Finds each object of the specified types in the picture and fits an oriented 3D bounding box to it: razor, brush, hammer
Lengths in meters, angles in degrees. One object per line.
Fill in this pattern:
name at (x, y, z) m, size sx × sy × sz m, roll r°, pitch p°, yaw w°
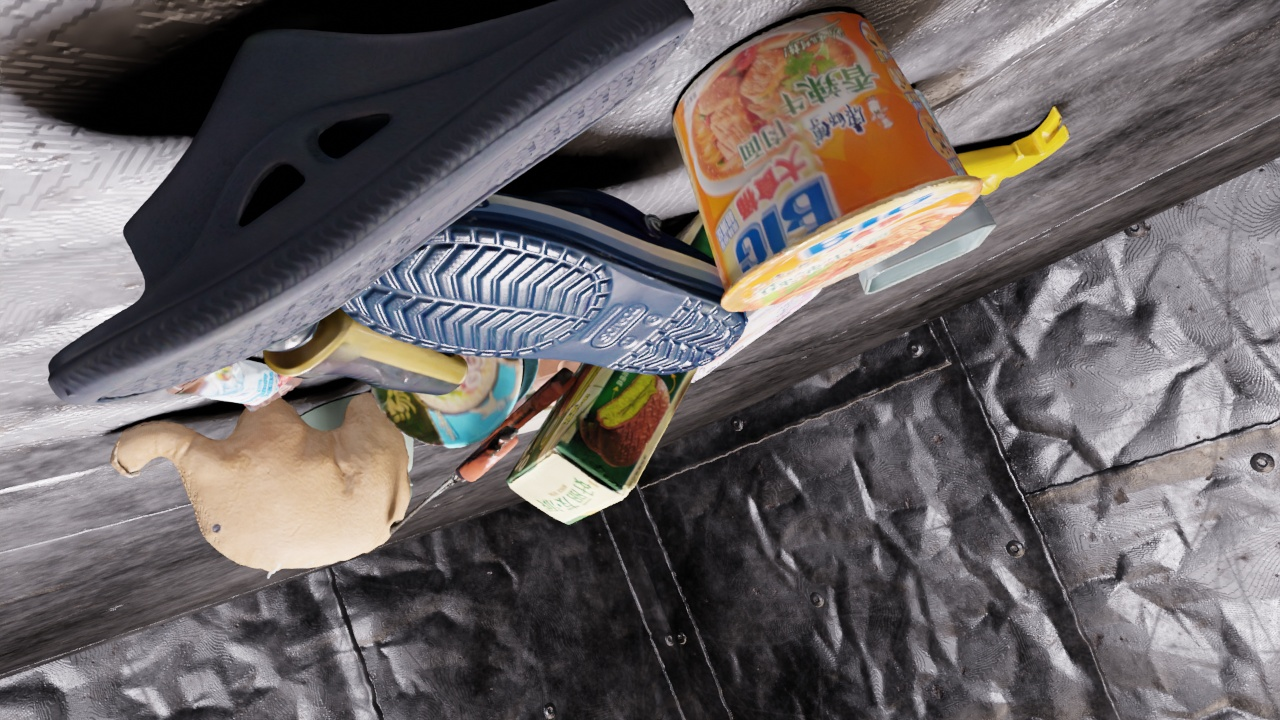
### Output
razor at (-0.161, -0.012, 0.543) m, size 0.067 × 0.062 × 0.167 m, roll -62°, pitch 149°, yaw 1°
brush at (-0.062, 0.015, 0.948) m, size 0.073 × 0.063 × 0.145 m, roll -24°, pitch 172°, yaw 31°
hammer at (0.271, -0.170, 0.826) m, size 0.300 × 0.033 × 0.129 m, roll -17°, pitch 169°, yaw -31°

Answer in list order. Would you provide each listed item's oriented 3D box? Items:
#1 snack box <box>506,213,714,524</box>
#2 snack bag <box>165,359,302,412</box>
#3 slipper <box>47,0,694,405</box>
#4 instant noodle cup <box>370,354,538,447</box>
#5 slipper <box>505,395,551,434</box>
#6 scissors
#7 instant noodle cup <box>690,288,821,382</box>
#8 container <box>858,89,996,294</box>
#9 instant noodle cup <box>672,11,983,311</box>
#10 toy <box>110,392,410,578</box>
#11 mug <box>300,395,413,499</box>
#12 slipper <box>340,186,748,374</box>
snack box at (-0.004, 0.004, 0.702) m, size 0.239 × 0.063 × 0.115 m, roll -60°, pitch -168°, yaw -30°
snack bag at (-0.272, 0.014, 0.620) m, size 0.048 × 0.026 × 0.104 m, roll -34°, pitch 172°, yaw -2°
slipper at (-0.101, -0.082, 0.344) m, size 0.267 × 0.083 × 0.111 m, roll -38°, pitch -173°, yaw -17°
instant noodle cup at (-0.125, 0.003, 0.680) m, size 0.111 × 0.111 × 0.120 m, roll -24°, pitch 179°, yaw 8°
slipper at (-0.075, 0.033, 1.118) m, size 0.274 × 0.054 × 0.114 m, roll -21°, pitch 171°, yaw 9°
scissors at (-0.126, 0.077, 0.689) m, size 0.196 × 0.015 × 0.214 m, roll -44°, pitch -174°, yaw -8°
instant noodle cup at (0.104, -0.054, 0.938) m, size 0.173 × 0.060 × 0.138 m, roll -37°, pitch 171°, yaw 0°
container at (0.181, -0.120, 0.654) m, size 0.090 × 0.111 × 0.090 m, roll -24°, pitch 172°, yaw 9°
instant noodle cup at (0.093, -0.108, 0.505) m, size 0.151 × 0.111 × 0.151 m, roll -22°, pitch 171°, yaw -4°
toy at (-0.283, 0.096, 0.716) m, size 0.225 × 0.143 × 0.083 m, roll 2°, pitch 168°, yaw -44°
mug at (-0.253, 0.089, 0.847) m, size 0.112 × 0.106 × 0.082 m, roll -27°, pitch 169°, yaw 23°
slipper at (-0.045, -0.057, 0.522) m, size 0.252 × 0.095 × 0.105 m, roll 10°, pitch 139°, yaw -33°
